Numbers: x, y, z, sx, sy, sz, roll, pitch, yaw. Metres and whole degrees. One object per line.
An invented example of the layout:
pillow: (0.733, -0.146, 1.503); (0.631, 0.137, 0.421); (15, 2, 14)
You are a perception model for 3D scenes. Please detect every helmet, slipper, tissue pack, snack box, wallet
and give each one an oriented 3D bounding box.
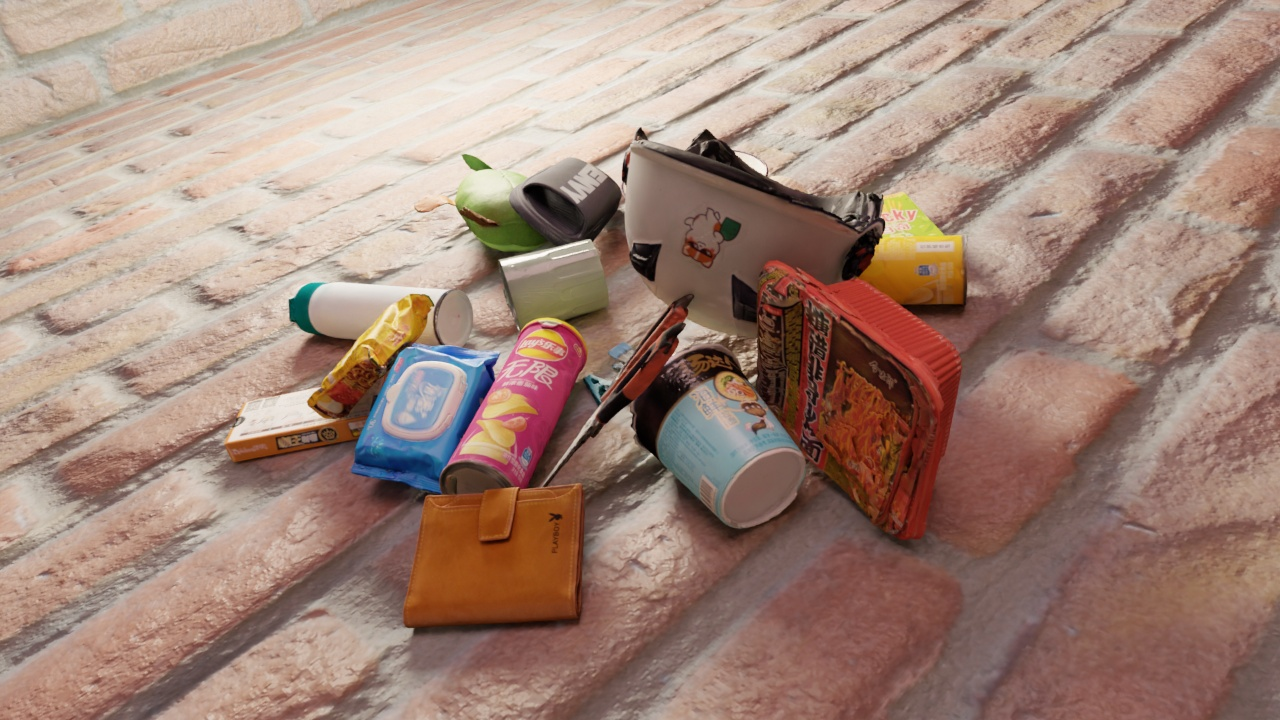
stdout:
helmet: (0.085, -0.100, 0.806); (0.230, 0.157, 0.273); (23, 20, 13)
slipper: (-0.076, -0.212, 1.124); (0.110, 0.083, 0.267); (37, 25, -2)
tissue pack: (-0.191, 0.044, 0.830); (0.095, 0.052, 0.156); (9, 54, 10)
snack box: (0.280, -0.140, 1.023); (0.086, 0.026, 0.156); (-11, 33, 0)
wallet: (-0.107, 0.142, 0.696); (0.131, 0.035, 0.118); (-6, 56, 9)
snack box: (-0.329, 0.057, 0.918); (0.154, 0.026, 0.075); (-11, 33, 0)

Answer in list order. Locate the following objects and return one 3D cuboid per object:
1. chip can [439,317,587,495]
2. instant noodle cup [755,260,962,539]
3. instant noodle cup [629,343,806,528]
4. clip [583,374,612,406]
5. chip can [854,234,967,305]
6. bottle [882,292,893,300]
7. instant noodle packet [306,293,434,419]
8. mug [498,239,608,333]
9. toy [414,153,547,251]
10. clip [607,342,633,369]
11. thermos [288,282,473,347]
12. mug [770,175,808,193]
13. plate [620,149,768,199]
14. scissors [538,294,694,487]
chip can: (-0.108, 0.048, 0.821); (0.071, 0.071, 0.210); (-1, 35, 16)
instant noodle cup: (0.164, 0.021, 0.674); (0.079, 0.165, 0.189); (-24, 45, -20)
instant noodle cup: (0.067, 0.064, 0.721); (0.111, 0.111, 0.120); (-24, 43, -18)
clip: (-0.038, 0.028, 0.881); (0.032, 0.013, 0.054); (-29, 37, -27)
chip can: (0.217, -0.091, 0.925); (0.214, 0.072, 0.071); (0, 35, 18)
bottle: (0.180, -0.001, 0.818); (0.067, 0.067, 0.149); (16, 49, 35)
instant noodle packet: (-0.262, -0.005, 0.898); (0.111, 0.044, 0.128); (-34, 20, 30)
mug: (-0.099, -0.084, 1.021); (0.103, 0.084, 0.124); (-17, 9, -9)
toy: (-0.175, -0.195, 1.188); (0.226, 0.090, 0.246); (4, 23, -20)
clip: (-0.005, 0.005, 0.903); (0.026, 0.042, 0.058); (-30, 40, -28)
thermos: (-0.299, -0.054, 1.041); (0.225, 0.073, 0.073); (6, 37, 25)
mug: (0.153, -0.144, 1.030); (0.114, 0.082, 0.105); (32, 45, 12)
plate: (0.072, -0.223, 1.197); (0.192, 0.039, 0.192); (-7, 33, 4)
scissors: (-0.028, 0.040, 0.723); (0.201, 0.015, 0.207); (-58, 10, -28)
